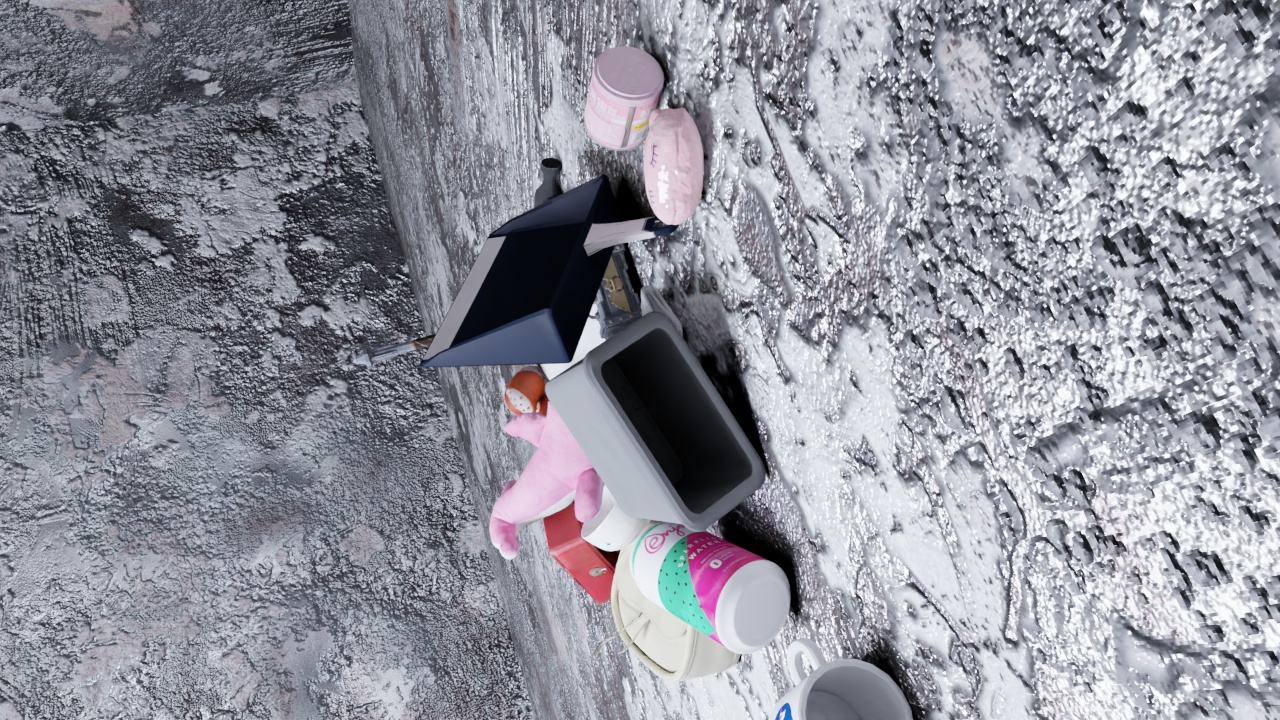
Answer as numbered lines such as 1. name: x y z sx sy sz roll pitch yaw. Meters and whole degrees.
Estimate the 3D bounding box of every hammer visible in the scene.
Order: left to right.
1. hammer: -0.159 -0.043 1.029 0.044 0.321 0.098 108 144 -71
2. hammer: -0.073 -0.122 1.182 0.133 0.040 0.305 100 149 -44

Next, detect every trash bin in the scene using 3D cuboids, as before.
1. trash bin: 0.004 0.067 0.929 0.192 0.097 0.220 57 163 -3

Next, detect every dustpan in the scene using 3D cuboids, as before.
1. dustpan: -0.085 -0.105 0.961 0.235 0.273 0.080 -73 -25 -44

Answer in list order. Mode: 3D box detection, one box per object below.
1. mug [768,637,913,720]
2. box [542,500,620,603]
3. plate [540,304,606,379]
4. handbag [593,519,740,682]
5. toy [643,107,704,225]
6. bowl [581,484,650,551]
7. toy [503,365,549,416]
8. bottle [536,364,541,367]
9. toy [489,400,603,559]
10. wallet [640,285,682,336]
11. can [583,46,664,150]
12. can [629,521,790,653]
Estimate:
1. mug: 0.151 0.282 0.735 0.090 0.091 0.121 106 146 -56
2. box: -0.060 0.227 1.222 0.158 0.087 0.129 56 -169 -44
3. plate: -0.107 -0.077 1.189 0.243 0.016 0.242 17 110 58
4. handbag: 0.020 0.284 1.076 0.229 0.131 0.184 -142 49 -59
5. toy: 0.027 -0.183 0.834 0.105 0.053 0.108 -105 10 -56
6. bowl: -0.020 0.178 1.081 0.054 0.104 0.105 34 163 -8
7. toy: -0.121 0.087 1.309 0.172 0.092 0.164 39 165 -2
8. bottle: -0.118 -0.010 1.334 0.157 0.067 0.068 169 88 -71
9. toy: -0.110 0.118 1.123 0.128 0.266 0.186 39 -161 -22
10. wallet: 0.025 -0.016 0.975 0.116 0.032 0.086 86 161 -51
11. can: -0.017 -0.250 0.876 0.076 0.067 0.067 113 140 -62
12. can: 0.064 0.216 0.896 0.166 0.088 0.088 13 116 56
